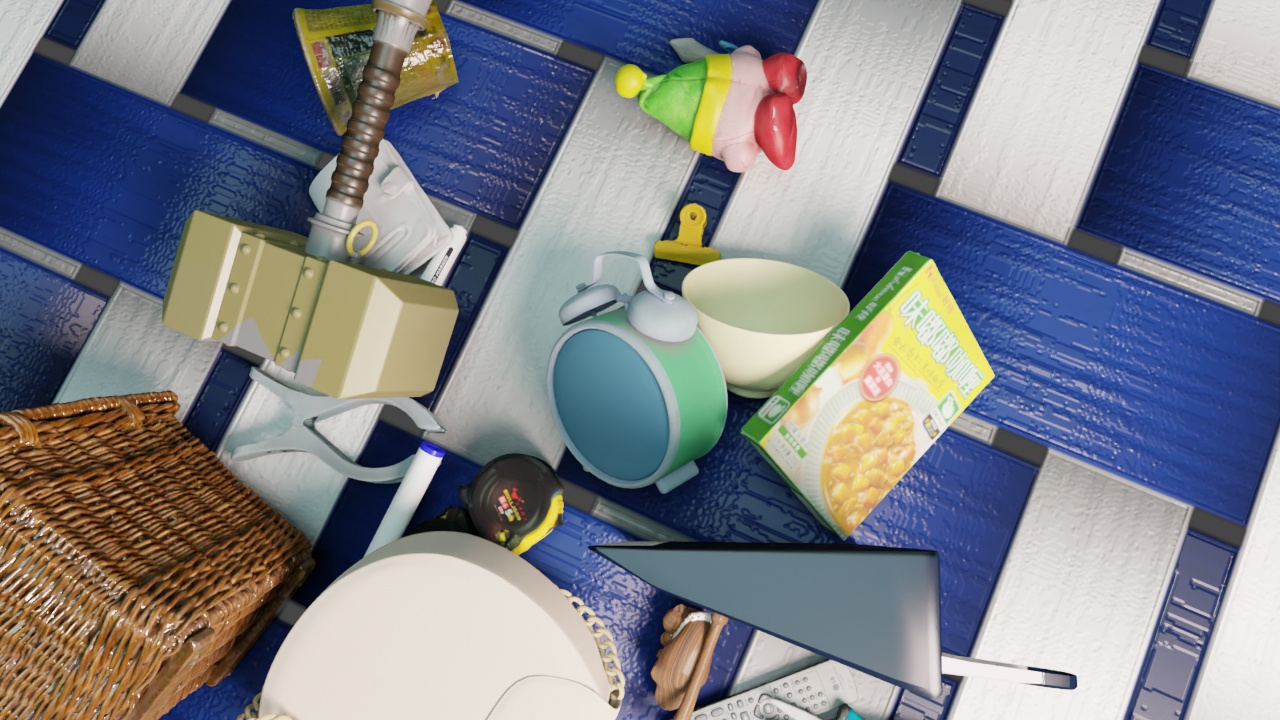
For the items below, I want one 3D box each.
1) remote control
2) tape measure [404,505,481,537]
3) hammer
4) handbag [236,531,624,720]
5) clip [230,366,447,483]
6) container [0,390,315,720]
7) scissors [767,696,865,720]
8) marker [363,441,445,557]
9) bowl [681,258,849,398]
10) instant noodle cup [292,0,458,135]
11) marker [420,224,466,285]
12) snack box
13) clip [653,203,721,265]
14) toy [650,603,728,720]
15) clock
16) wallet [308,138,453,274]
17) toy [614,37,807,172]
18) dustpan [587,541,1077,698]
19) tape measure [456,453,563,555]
[{"bbox_3d":[0.085,0.246,0.647,0.136,0.013,0.033,-21,78,0],"label":"remote control"},{"bbox_3d":[-0.146,0.146,0.673,0.062,0.038,0.067,-26,79,0],"label":"tape measure"},{"bbox_3d":[-0.200,-0.152,0.653,0.190,0.100,0.325,20,95,17],"label":"hammer"},{"bbox_3d":[-0.136,0.228,0.604,0.208,0.103,0.210,33,93,-2],"label":"handbag"},{"bbox_3d":[-0.228,0.037,0.707,0.163,0.028,0.108,5,79,4],"label":"clip"},{"bbox_3d":[-0.345,0.142,0.586,0.183,0.250,0.162,39,94,0],"label":"container"},{"bbox_3d":[0.162,0.270,0.629,0.149,0.019,0.122,-16,87,1],"label":"scissors"},{"bbox_3d":[-0.183,0.126,0.675,0.020,0.020,0.141,28,94,9],"label":"marker"},{"bbox_3d":[0.085,-0.016,0.664,0.118,0.117,0.074,8,121,6],"label":"bowl"},{"bbox_3d":[-0.208,-0.243,0.733,0.108,0.102,0.102,-17,78,-9],"label":"instant noodle cup"},{"bbox_3d":[-0.172,-0.048,0.725,0.020,0.017,0.133,31,81,-27],"label":"marker"},{"bbox_3d":[0.162,0.028,0.635,0.168,0.132,0.027,-46,36,-5],"label":"snack box"},{"bbox_3d":[0.039,-0.099,0.712,0.053,0.035,0.046,11,87,8],"label":"clip"},{"bbox_3d":[0.030,0.216,0.638,0.041,0.055,0.101,25,82,-29],"label":"toy"},{"bbox_3d":[-0.004,0.004,0.637,0.122,0.075,0.162,10,113,41],"label":"clock"},{"bbox_3d":[-0.210,-0.117,0.725,0.086,0.032,0.116,-42,74,8],"label":"wallet"},{"bbox_3d":[0.057,-0.208,0.706,0.131,0.097,0.124,3,72,24],"label":"toy"},{"bbox_3d":[0.117,0.152,0.550,0.273,0.236,0.080,0,79,4],"label":"dustpan"},{"bbox_3d":[-0.092,0.105,0.676,0.072,0.042,0.071,-30,77,2],"label":"tape measure"}]
